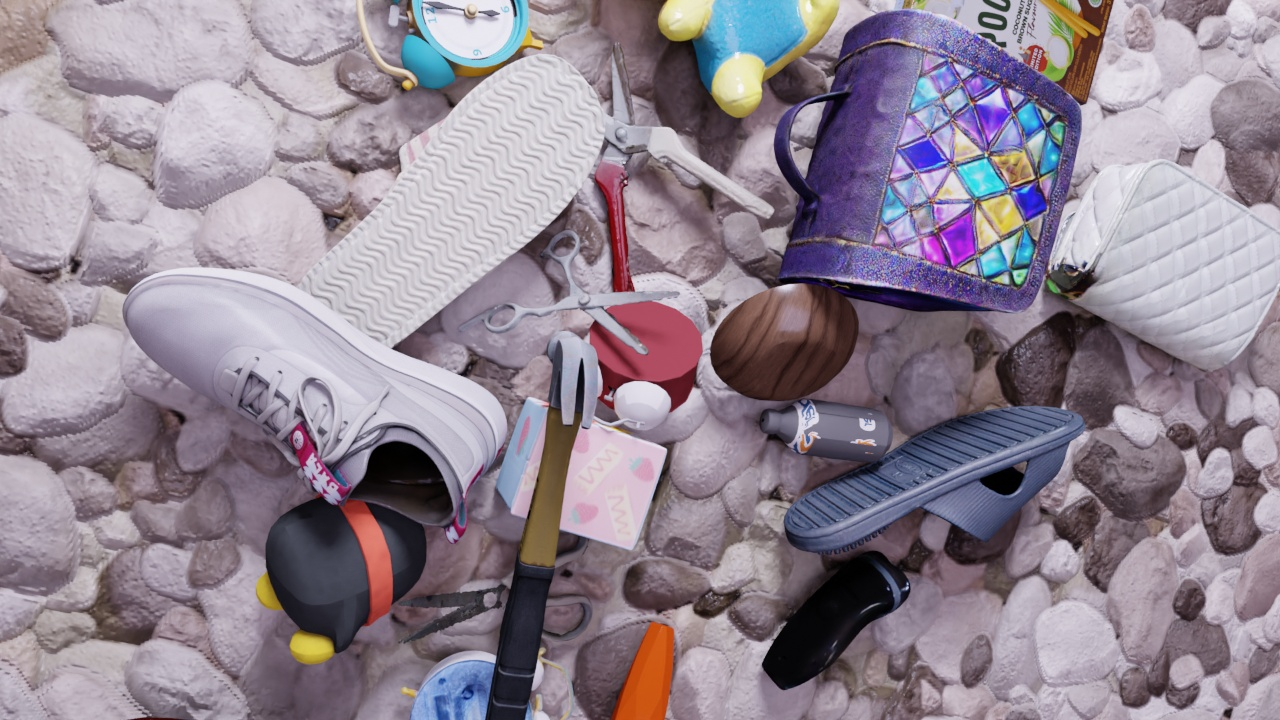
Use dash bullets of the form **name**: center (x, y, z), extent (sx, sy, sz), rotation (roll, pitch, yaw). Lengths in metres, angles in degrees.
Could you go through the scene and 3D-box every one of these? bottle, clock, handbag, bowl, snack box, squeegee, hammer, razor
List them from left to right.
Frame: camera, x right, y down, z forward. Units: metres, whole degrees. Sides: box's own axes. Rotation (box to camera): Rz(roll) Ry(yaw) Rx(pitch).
- **clock**: center (-0.138, -0.249, 0.662), extent (0.129, 0.044, 0.099), rotation (-14, 96, -22)
- **clock**: center (-0.111, 0.260, 0.683), extent (0.125, 0.052, 0.089), rotation (-7, 89, -12)
- **hammer**: center (-0.070, 0.149, 0.575), extent (0.025, 0.118, 0.333), rotation (10, 95, -12)
- **snack box**: center (-0.046, 0.080, 0.675), extent (0.094, 0.093, 0.079), rotation (19, 88, -15)
- **squeegee**: center (-0.008, 0.298, 0.715), extent (0.249, 0.055, 0.184), rotation (17, 76, -2)
- **clock**: center (-0.004, 0.004, 0.672), extent (0.087, 0.044, 0.124), rotation (29, 49, 17)
- **bowl**: center (0.115, -0.003, 0.711), extent (0.119, 0.032, 0.119), rotation (-6, 135, -6)
- **bottle**: center (0.152, 0.057, 0.754), extent (0.112, 0.047, 0.047), rotation (8, 90, -17)
- **razor**: center (0.162, 0.220, 0.767), extent (0.140, 0.053, 0.064), rotation (-42, 135, -4)
- **handbag**: center (0.207, -0.143, 0.719), extent (0.222, 0.125, 0.205), rotation (16, 88, -17)
- **snack box**: center (0.312, -0.297, 0.789), extent (0.186, 0.032, 0.101), rotation (16, 88, -16)
- **handbag**: center (0.472, -0.085, 0.825), extent (0.195, 0.072, 0.139), rotation (25, 95, -16)

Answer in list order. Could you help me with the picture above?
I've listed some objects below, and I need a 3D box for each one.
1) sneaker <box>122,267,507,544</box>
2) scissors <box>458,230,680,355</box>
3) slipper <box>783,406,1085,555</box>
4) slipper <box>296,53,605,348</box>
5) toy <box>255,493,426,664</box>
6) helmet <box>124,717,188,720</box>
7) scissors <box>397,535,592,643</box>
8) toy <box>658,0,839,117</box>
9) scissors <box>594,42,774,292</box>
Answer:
- **sneaker**: center (-0.214, 0.033, 0.598), extent (0.263, 0.128, 0.097), rotation (28, 113, -17)
- **scissors**: center (-0.056, -0.037, 0.668), extent (0.165, 0.141, 0.014), rotation (-27, 143, 4)
- **slipper**: center (0.247, 0.114, 0.764), extent (0.263, 0.101, 0.082), rotation (-22, 106, -8)
- **slipper**: center (-0.137, -0.110, 0.664), extent (0.263, 0.052, 0.115), rotation (-44, 99, 1)
- **toy**: center (-0.197, 0.135, 0.638), extent (0.119, 0.097, 0.100), rotation (-17, 129, -38)
- **helmet**: center (-0.307, 0.343, 0.530), extent (0.233, 0.253, 0.234), rotation (-49, 128, -3)
- **scissors**: center (-0.097, 0.167, 0.682), extent (0.163, 0.013, 0.153), rotation (38, 68, -31)
- **toy**: center (0.045, -0.299, 0.689), extent (0.148, 0.084, 0.214), rotation (-45, 102, -17)
- **scissors**: center (0.014, -0.142, 0.707), extent (0.179, 0.015, 0.199), rotation (3, 97, 3)
